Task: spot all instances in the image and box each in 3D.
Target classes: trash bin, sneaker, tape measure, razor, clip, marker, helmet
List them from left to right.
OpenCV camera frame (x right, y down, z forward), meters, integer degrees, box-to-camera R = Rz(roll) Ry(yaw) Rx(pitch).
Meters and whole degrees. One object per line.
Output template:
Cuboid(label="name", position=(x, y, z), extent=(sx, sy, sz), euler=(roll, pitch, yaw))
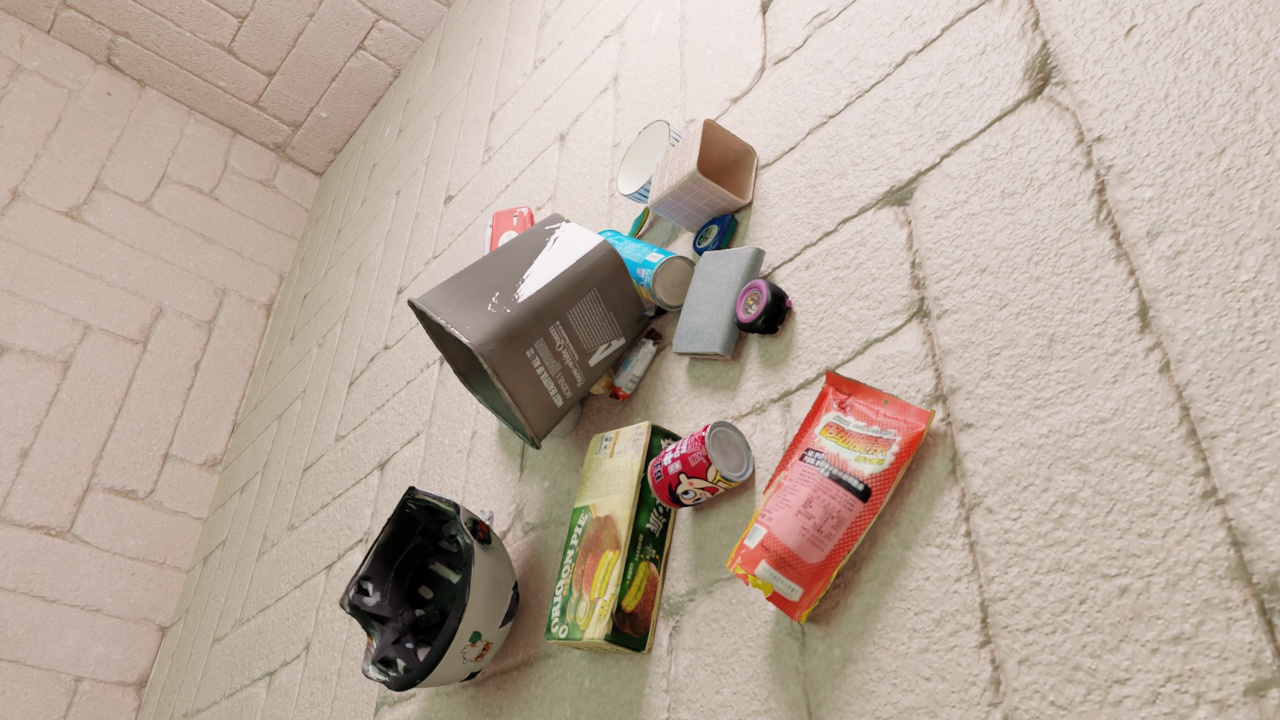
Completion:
Cuboid(label="helmet", position=(-0.242, 0.296, 1.154), extent=(0.274, 0.156, 0.230), euler=(31, 91, 49))
Cuboid(label="clip", position=(-0.222, 0.237, 1.300), extent=(0.026, 0.037, 0.057), euler=(-38, 38, 39))
Cuboid(label="sneaker", position=(-0.179, 0.054, 1.308), extent=(0.243, 0.090, 0.089), euler=(9, 73, 59))
Cuboid(label="trash bin", position=(-0.126, -0.046, 1.133), extent=(0.219, 0.199, 0.199), euler=(-40, 46, -16))
Cuboid(label="razor", position=(-0.025, -0.178, 1.316), extent=(0.133, 0.028, 0.043), euler=(-38, 7, 39))
Cuboid(label="marker", position=(-0.004, -0.054, 1.205), extent=(0.124, 0.015, 0.018), euler=(-18, 53, 46))
Cuboid(label="tape measure", position=(0.091, -0.149, 1.122), extent=(0.055, 0.025, 0.058), euler=(-3, 55, 57))
Cuboid(label="tape measure", position=(0.131, -0.056, 0.977), extent=(0.057, 0.039, 0.057), euler=(2, 73, 57))

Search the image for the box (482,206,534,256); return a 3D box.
Cuboid(label="box", position=(-0.224, -0.171, 1.604), extent=(0.094, 0.100, 0.200), euler=(-9, 46, 4))

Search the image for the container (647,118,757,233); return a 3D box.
Cuboid(label="container", position=(0.074, -0.225, 1.148), extent=(0.111, 0.090, 0.089), euler=(-27, 46, 49))

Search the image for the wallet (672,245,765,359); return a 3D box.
Cuboid(label="wallet", position=(0.088, -0.064, 1.049), extent=(0.107, 0.037, 0.129), euler=(3, 71, 57))

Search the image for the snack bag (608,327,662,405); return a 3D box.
Cuboid(label="snack bag", position=(-0.007, 0.007, 1.147), extent=(0.105, 0.026, 0.045), euler=(-59, 22, 4))

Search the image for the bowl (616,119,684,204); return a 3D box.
Cuboid(label="bowl", position=(0.027, -0.265, 1.268), extent=(0.117, 0.066, 0.116), euler=(-37, 39, 38))

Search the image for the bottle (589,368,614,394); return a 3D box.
Cuboid(label="bottle", position=(-0.077, 0.007, 1.226), extent=(0.149, 0.066, 0.067), euler=(35, 97, 52))

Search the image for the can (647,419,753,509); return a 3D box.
Cuboid(label="can", position=(0.059, 0.108, 0.930), extent=(0.094, 0.066, 0.066), euler=(-34, 41, 39))

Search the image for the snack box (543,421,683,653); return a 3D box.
Cuboid(label="snack box", position=(-0.025, 0.192, 0.997), extent=(0.115, 0.063, 0.239), euler=(-20, 51, 49))

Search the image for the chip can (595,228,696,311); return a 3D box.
Cuboid(label="chip can", position=(-0.002, -0.121, 1.196), extent=(0.071, 0.071, 0.210), euler=(-61, 31, 2))

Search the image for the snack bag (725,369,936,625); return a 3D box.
Cuboid(label="snack bag", position=(0.157, 0.113, 0.789), extent=(0.208, 0.073, 0.129), euler=(-58, 35, -3))
